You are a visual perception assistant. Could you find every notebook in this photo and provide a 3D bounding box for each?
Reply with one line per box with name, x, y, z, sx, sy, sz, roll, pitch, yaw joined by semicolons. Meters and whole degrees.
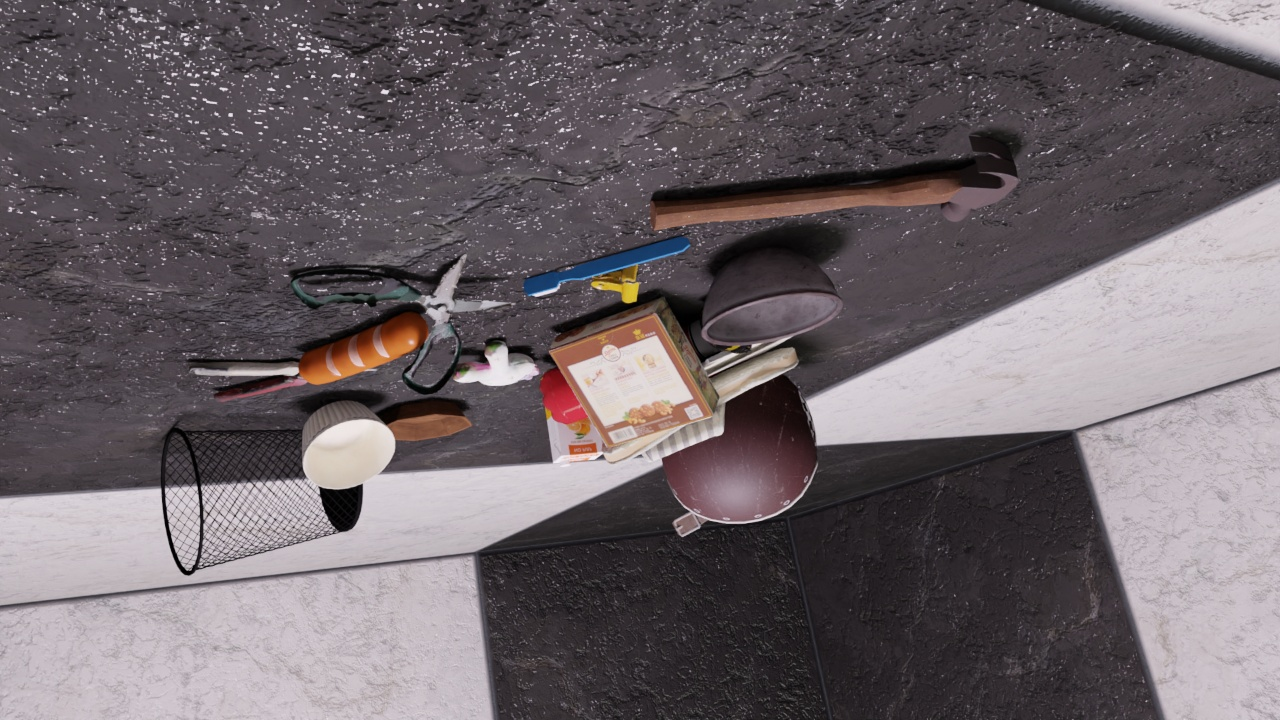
notebook;0.121;-0.005;1.148;0.208;0.012;0.153;-21;172;-34

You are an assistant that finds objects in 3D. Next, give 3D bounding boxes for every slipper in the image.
slipper;0.078;0.060;1.136;0.272;0.054;0.114;-30;-166;-8

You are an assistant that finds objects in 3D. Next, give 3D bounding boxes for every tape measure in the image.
tape measure;0.096;-0.041;1.029;0.061;0.061;0.034;6;154;-42

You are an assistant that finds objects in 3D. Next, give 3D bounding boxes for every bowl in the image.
bowl;-0.379;0.101;1.169;0.115;0.062;0.115;-21;137;-21
bowl;0.128;-0.070;0.940;0.145;0.067;0.145;-9;164;-3

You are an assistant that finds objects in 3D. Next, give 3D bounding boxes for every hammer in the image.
hammer;0.169;-0.142;0.793;0.323;0.033;0.115;-7;165;-8

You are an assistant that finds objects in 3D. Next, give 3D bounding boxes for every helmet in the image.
helmet;0.132;0.122;1.298;0.234;0.233;0.253;-7;169;13

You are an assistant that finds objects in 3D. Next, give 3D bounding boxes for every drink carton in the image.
drink carton;-0.089;0.075;1.202;0.058;0.122;0.040;-3;163;-23

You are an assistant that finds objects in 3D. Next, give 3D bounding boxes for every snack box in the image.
snack box;-0.007;0.016;1.041;0.143;0.147;0.041;-19;-156;26

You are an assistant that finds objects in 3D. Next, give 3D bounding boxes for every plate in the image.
plate;-0.301;0.082;1.274;0.131;0.025;0.131;-9;164;-3

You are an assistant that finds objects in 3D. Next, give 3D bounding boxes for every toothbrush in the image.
toothbrush;-0.033;-0.089;0.873;0.167;0.016;0.014;-14;163;12

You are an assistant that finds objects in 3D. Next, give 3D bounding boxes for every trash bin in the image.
trash bin;-0.496;0.171;1.213;0.209;0.184;0.185;-4;164;-40

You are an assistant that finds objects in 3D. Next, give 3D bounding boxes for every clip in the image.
clip;-0.022;-0.081;0.906;0.046;0.048;0.054;-50;172;-14

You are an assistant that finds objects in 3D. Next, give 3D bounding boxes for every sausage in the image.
sausage;-0.284;-0.011;0.944;0.165;0.039;0.044;-18;165;25

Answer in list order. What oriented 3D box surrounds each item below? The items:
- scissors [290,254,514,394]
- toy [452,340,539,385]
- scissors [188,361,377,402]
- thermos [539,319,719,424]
scissors;-0.224;-0.031;0.868;0.201;0.015;0.205;1;140;-21
toy;-0.164;0.010;1.093;0.079;0.038;0.122;-25;162;23
scissors;-0.402;0.016;1.009;0.199;0.015;0.179;-19;162;24
thermos;-0.007;0.007;1.112;0.240;0.073;0.073;-23;161;20
